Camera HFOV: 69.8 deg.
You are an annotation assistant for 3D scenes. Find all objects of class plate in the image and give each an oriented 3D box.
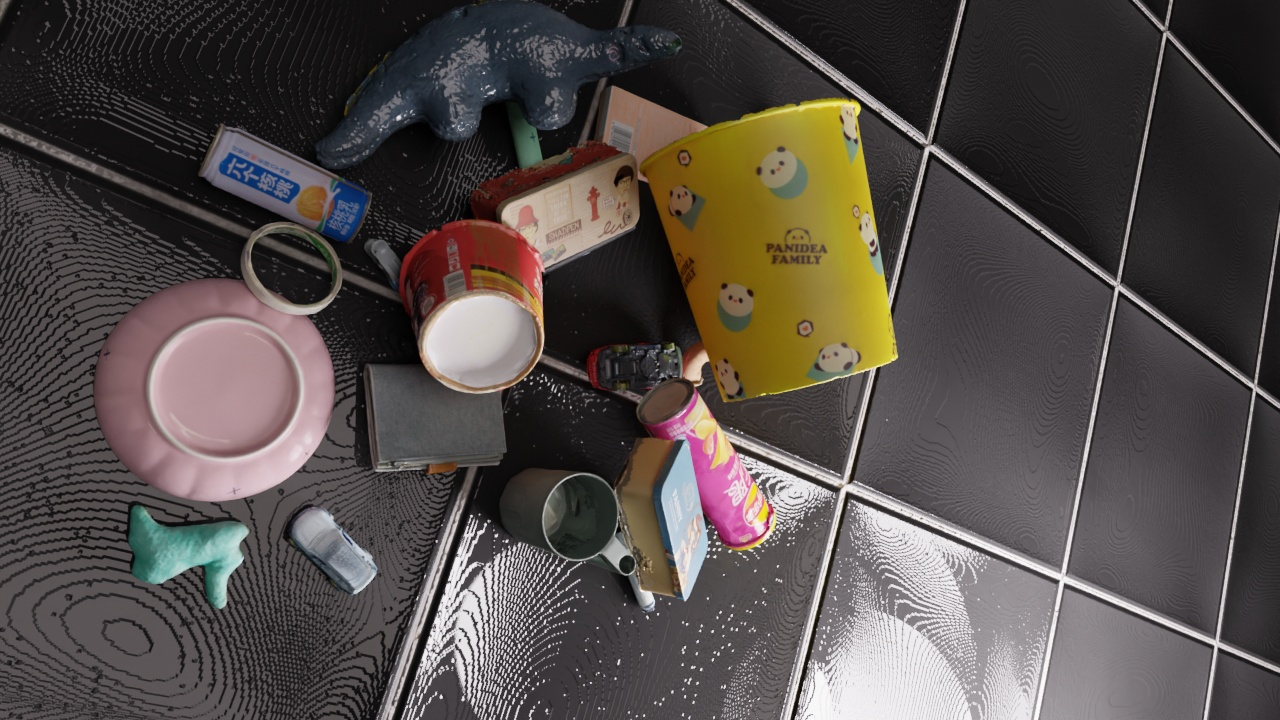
[{"bbox_3d":[-0.353,0.024,0.778,0.192,0.039,0.192,1,87,-33],"label":"plate"}]

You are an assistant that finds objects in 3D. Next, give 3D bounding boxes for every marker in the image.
[{"bbox_3d":[-0.059,-0.125,0.982,0.131,0.020,0.022,-31,126,-30],"label":"marker"},{"bbox_3d":[-0.011,0.215,1.001,0.131,0.023,0.018,69,20,-10],"label":"marker"}]

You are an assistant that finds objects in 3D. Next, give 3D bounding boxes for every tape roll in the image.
[{"bbox_3d":[-0.306,-0.082,0.809,0.085,0.014,0.085,21,55,-33],"label":"tape roll"}]

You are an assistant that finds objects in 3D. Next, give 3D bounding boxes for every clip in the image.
[{"bbox_3d":[-0.238,-0.091,0.870,0.024,0.029,0.057,-49,123,-22],"label":"clip"}]

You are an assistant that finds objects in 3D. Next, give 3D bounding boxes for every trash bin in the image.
[{"bbox_3d":[0.141,-0.104,0.936,0.229,0.230,0.255,-15,91,-32],"label":"trash bin"}]

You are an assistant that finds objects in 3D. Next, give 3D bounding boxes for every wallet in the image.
[{"bbox_3d":[-0.196,0.055,0.880,0.129,0.037,0.106,0,78,-34],"label":"wallet"}]

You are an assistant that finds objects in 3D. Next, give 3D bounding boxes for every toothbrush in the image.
[{"bbox_3d":[-0.133,-0.299,0.937,0.027,0.026,0.224,-13,96,-22],"label":"toothbrush"}]

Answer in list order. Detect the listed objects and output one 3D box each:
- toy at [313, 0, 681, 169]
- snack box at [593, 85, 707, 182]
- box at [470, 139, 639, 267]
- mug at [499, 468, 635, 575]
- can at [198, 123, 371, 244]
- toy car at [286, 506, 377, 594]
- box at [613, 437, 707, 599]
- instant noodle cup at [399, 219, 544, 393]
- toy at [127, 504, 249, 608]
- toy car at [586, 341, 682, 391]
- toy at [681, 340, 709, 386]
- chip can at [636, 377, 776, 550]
[{"bbox_3d":[-0.139,-0.276,0.868,0.356,0.091,0.137,-18,63,-10],"label":"toy"},{"bbox_3d":[0.021,-0.241,1.033,0.157,0.026,0.084,15,80,-32],"label":"snack box"},{"bbox_3d":[-0.088,-0.160,0.929,0.168,0.077,0.091,-30,134,-30],"label":"box"},{"bbox_3d":[-0.072,0.163,0.915,0.083,0.104,0.124,-49,114,-24],"label":"mug"},{"bbox_3d":[-0.309,-0.153,0.803,0.134,0.053,0.053,24,75,-30],"label":"can"},{"bbox_3d":[-0.277,0.172,0.826,0.042,0.034,0.090,-44,110,-22],"label":"toy car"},{"bbox_3d":[0.022,0.159,0.950,0.089,0.060,0.184,-62,150,-44],"label":"box"},{"bbox_3d":[-0.150,-0.044,0.834,0.138,0.108,0.138,-7,126,-10],"label":"instant noodle cup"},{"bbox_3d":[-0.375,0.163,0.766,0.091,0.030,0.096,-3,96,-30],"label":"toy"},{"bbox_3d":[-0.006,0.006,0.997,0.120,0.045,0.053,-2,91,-39],"label":"toy car"},{"bbox_3d":[0.140,-0.045,1.077,0.143,0.083,0.225,39,71,-9],"label":"toy"},{"bbox_3d":[0.074,0.116,1.005,0.071,0.071,0.210,-49,124,-24],"label":"chip can"}]
